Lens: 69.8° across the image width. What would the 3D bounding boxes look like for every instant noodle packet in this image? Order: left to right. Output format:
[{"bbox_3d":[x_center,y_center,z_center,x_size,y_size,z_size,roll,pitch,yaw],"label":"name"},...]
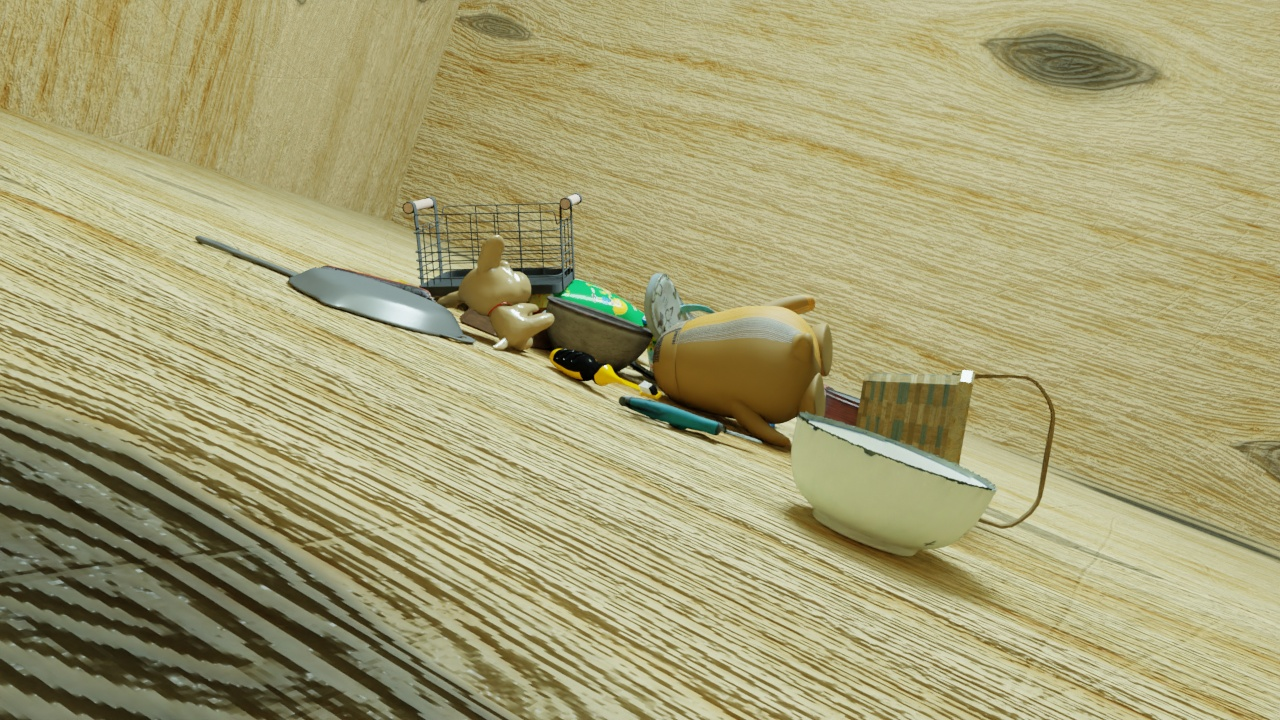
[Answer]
[{"bbox_3d":[-0.102,-0.082,1.454,0.252,0.090,0.196,11,8,-22],"label":"instant noodle packet"}]

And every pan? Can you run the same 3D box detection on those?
[{"bbox_3d":[-0.343,-0.089,1.023,0.355,0.024,0.216,20,5,11],"label":"pan"}]

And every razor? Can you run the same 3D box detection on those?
[{"bbox_3d":[-0.007,0.007,1.221,0.106,0.042,0.026,33,3,26],"label":"razor"}]

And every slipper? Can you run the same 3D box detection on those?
[{"bbox_3d":[0.071,-0.024,1.204,0.055,0.098,0.269,6,-19,25],"label":"slipper"}]

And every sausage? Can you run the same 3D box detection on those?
[{"bbox_3d":[-0.322,-0.093,1.112,0.155,0.020,0.020,14,5,1],"label":"sausage"}]

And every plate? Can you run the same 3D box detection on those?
[{"bbox_3d":[-0.170,-0.046,1.196,0.131,0.025,0.131,19,5,-2],"label":"plate"}]

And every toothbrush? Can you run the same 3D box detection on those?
[{"bbox_3d":[-0.040,0.014,0.962,0.197,0.031,0.031,19,-40,52],"label":"toothbrush"}]

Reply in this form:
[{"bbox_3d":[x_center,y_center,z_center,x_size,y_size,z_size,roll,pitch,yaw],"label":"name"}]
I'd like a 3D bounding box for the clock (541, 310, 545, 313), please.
[{"bbox_3d":[-0.080,-0.034,1.297,0.123,0.045,0.159,24,5,42],"label":"clock"}]

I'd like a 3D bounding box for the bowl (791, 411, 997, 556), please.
[{"bbox_3d":[0.182,0.098,0.696,0.153,0.073,0.153,19,5,-2],"label":"bowl"}]

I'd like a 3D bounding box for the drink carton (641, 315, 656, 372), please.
[{"bbox_3d":[0.030,-0.021,1.253,0.044,0.038,0.129,21,-33,22],"label":"drink carton"}]

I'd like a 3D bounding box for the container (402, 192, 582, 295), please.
[{"bbox_3d":[-0.210,-0.174,1.350,0.241,0.130,0.162,-1,14,5],"label":"container"}]

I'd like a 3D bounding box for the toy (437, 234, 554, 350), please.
[{"bbox_3d":[-0.160,-0.065,1.062,0.108,0.134,0.105,54,37,9],"label":"toy"}]

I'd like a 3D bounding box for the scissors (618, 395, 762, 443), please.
[{"bbox_3d":[0.049,0.060,0.898,0.129,0.019,0.137,16,-3,33],"label":"scissors"}]

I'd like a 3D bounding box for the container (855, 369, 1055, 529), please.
[{"bbox_3d":[0.324,0.084,0.953,0.186,0.157,0.249,9,2,17],"label":"container"}]

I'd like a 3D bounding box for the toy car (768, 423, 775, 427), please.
[{"bbox_3d":[0.191,0.072,1.211,0.062,0.033,0.092,12,6,-3],"label":"toy car"}]

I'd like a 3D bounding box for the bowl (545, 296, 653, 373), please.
[{"bbox_3d":[-0.059,-0.027,1.164,0.145,0.067,0.145,19,5,-2],"label":"bowl"}]

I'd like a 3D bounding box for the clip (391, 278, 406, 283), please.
[{"bbox_3d":[-0.308,-0.093,1.146,0.053,0.039,0.047,18,13,3],"label":"clip"}]

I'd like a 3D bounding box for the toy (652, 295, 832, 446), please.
[{"bbox_3d":[0.114,0.010,1.083,0.204,0.198,0.162,2,-31,23],"label":"toy"}]

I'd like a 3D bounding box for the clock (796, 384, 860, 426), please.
[{"bbox_3d":[0.257,0.079,1.184,0.158,0.072,0.120,22,6,20],"label":"clock"}]
